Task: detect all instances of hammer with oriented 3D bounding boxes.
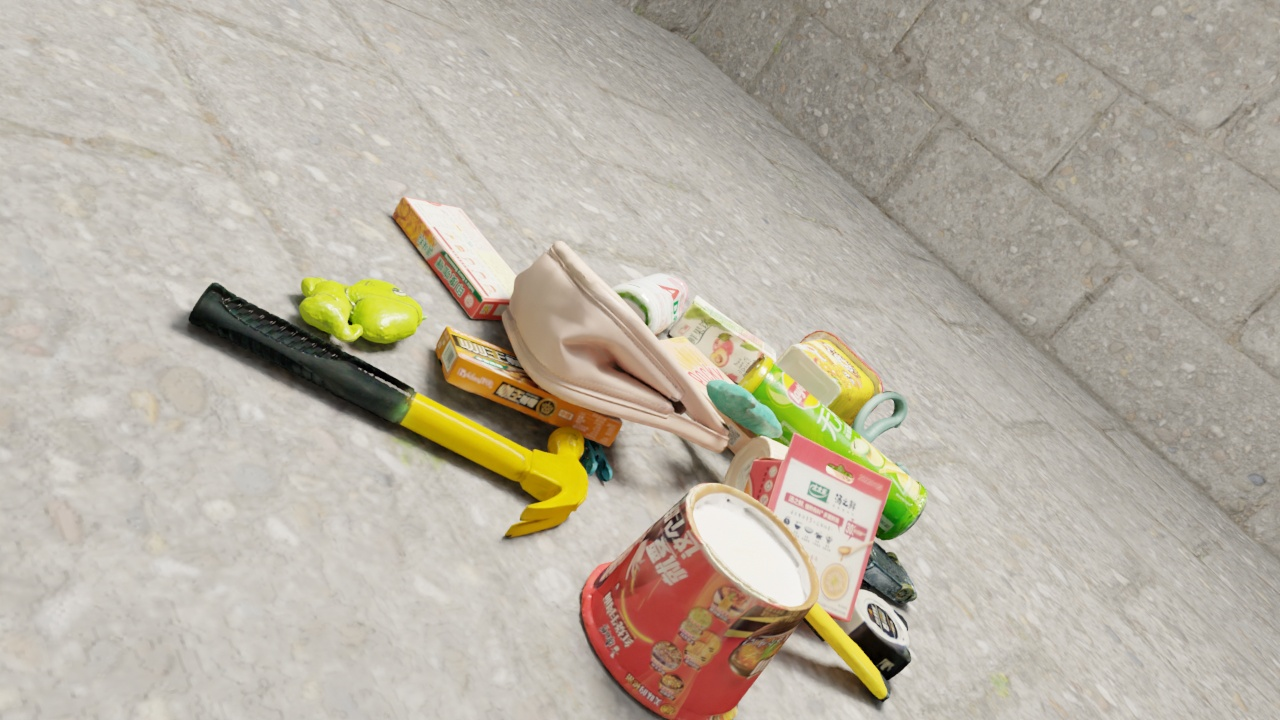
[{"bbox_3d":[-0.168,0.033,0.651,0.300,0.033,0.128,30,23,-16],"label":"hammer"}]

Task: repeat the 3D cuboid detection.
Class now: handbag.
[{"bbox_3d":[-0.005,0.005,0.817,0.234,0.093,0.193,35,8,-28],"label":"handbag"}]

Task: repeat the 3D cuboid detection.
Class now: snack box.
[{"bbox_3d":[-0.092,0.021,0.760,0.153,0.026,0.075,24,12,-26],"label":"snack box"},{"bbox_3d":[-0.170,-0.099,0.894,0.076,0.027,0.155,1,42,-54],"label":"snack box"},{"bbox_3d":[0.076,0.037,0.987,0.157,0.026,0.084,45,24,16],"label":"snack box"},{"bbox_3d":[0.138,0.139,0.766,0.113,0.127,0.044,27,-15,-23],"label":"snack box"}]

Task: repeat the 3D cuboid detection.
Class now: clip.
[{"bbox_3d":[-0.041,0.078,0.765,0.047,0.014,0.057,25,23,-31],"label":"clip"}]

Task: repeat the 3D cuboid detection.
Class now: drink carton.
[{"bbox_3d":[0.099,-0.021,1.091,0.122,0.054,0.045,35,20,-3],"label":"drink carton"}]

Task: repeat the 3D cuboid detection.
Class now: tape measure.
[{"bbox_3d":[0.198,0.232,0.790,0.066,0.034,0.065,40,22,0],"label":"tape measure"}]

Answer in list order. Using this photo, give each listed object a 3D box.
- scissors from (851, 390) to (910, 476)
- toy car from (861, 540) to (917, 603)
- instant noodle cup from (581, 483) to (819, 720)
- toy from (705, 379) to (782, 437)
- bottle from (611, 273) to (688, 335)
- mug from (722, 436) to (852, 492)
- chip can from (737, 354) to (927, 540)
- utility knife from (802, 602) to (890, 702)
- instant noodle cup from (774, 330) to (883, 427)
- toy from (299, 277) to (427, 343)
[{"bbox_3d":[0.245,0.095,1.005,0.176,0.171,0.019,8,4,-38],"label":"scissors"},{"bbox_3d":[0.222,0.195,0.888,0.120,0.037,0.054,37,20,-26],"label":"toy car"},{"bbox_3d":[0.044,0.156,0.620,0.138,0.109,0.137,30,25,-15],"label":"instant noodle cup"},{"bbox_3d":[0.092,0.044,0.840,0.092,0.030,0.096,38,-10,-38],"label":"toy"},{"bbox_3d":[0.012,-0.065,1.039,0.068,0.068,0.196,40,21,6],"label":"bottle"},{"bbox_3d":[0.134,0.124,0.856,0.106,0.081,0.114,27,-1,-18],"label":"mug"},{"bbox_3d":[0.186,0.090,0.923,0.221,0.073,0.072,40,24,0],"label":"chip can"},{"bbox_3d":[0.135,0.198,0.713,0.216,0.015,0.033,49,10,-20],"label":"utility knife"},{"bbox_3d":[0.191,0.034,1.027,0.116,0.116,0.123,47,19,21],"label":"instant noodle cup"},{"bbox_3d":[-0.216,-0.039,0.716,0.100,0.031,0.096,18,29,-28],"label":"toy"}]
